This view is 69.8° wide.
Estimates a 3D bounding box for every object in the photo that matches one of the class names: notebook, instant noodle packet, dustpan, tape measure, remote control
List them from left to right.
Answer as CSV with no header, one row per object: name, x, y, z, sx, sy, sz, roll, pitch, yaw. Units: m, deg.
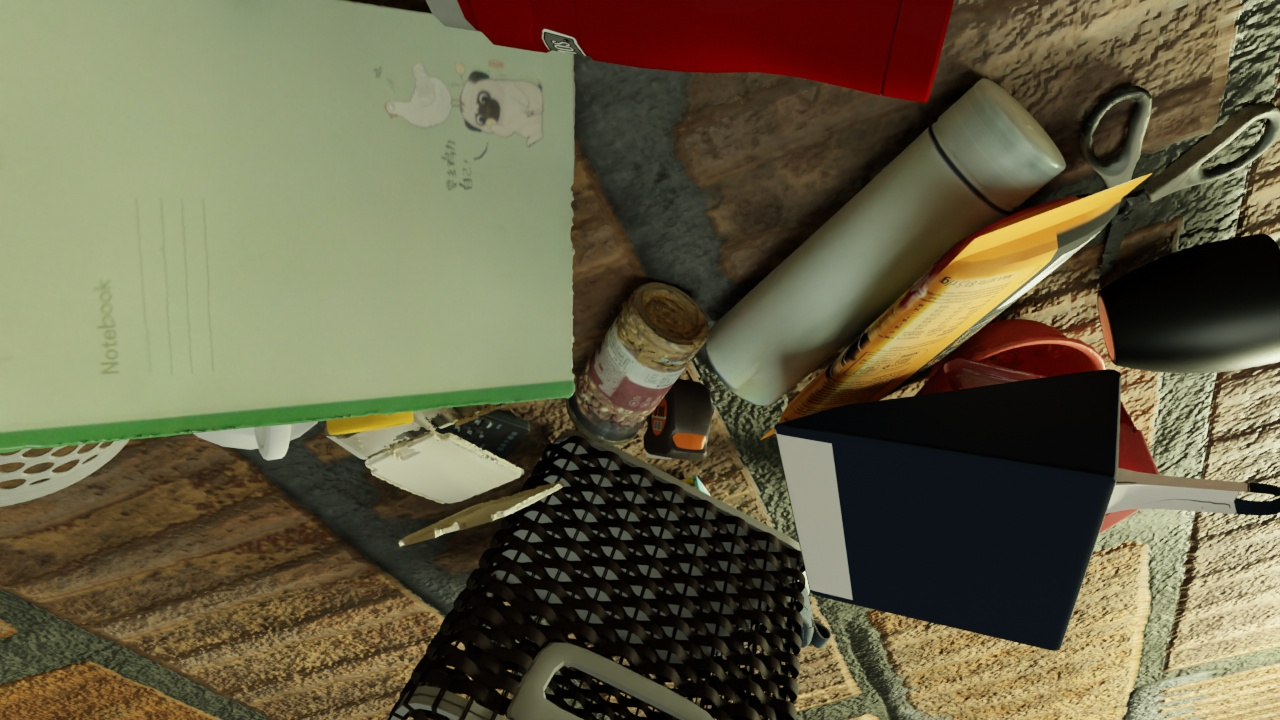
notebook,-0.139,-0.063,0.393,0.252,0.010,0.182,-4,98,-34
remote control,-0.152,0.032,0.638,0.150,0.022,0.047,22,131,-28
tape measure,0.030,0.043,0.653,0.038,0.058,0.058,8,176,-20
instant noodle packet,0.180,-0.026,0.552,0.159,0.032,0.221,-20,160,-32
dustpan,0.238,0.092,0.566,0.273,0.080,0.236,8,146,22

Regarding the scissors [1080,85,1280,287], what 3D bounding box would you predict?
scissors,0.305,-0.107,0.561,0.171,0.012,0.157,-30,133,23

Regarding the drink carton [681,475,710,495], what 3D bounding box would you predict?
drink carton,0.052,0.146,0.788,0.044,0.038,0.129,-19,138,12

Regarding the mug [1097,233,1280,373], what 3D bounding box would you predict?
mug,0.368,-0.030,0.621,0.100,0.085,0.118,-12,170,21

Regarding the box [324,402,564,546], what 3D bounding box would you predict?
box,-0.097,0.050,0.533,0.144,0.187,0.105,-21,134,24

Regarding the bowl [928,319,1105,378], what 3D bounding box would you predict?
bowl,0.262,0.013,0.666,0.130,0.045,0.131,-4,139,-4

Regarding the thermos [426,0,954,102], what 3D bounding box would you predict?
thermos,0.021,-0.165,0.350,0.199,0.083,0.108,13,108,12

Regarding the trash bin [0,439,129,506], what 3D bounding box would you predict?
trash bin,-0.309,-0.048,0.421,0.156,0.156,0.184,12,133,-22

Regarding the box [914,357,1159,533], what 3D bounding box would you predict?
box,0.251,0.075,0.638,0.157,0.087,0.129,9,141,-19

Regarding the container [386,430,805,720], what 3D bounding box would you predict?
container,-0.035,0.239,0.673,0.247,0.242,0.246,28,132,-4

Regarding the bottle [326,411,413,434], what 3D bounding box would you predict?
bottle,-0.149,-0.036,0.476,0.043,0.143,0.043,-9,176,-1

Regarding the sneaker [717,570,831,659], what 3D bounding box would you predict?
sneaker,0.059,0.236,0.854,0.235,0.087,0.089,3,137,-13

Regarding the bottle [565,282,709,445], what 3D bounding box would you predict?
bottle,-0.004,0.004,0.602,0.056,0.056,0.105,13,135,-23

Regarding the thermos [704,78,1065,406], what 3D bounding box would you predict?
thermos,0.135,-0.061,0.545,0.068,0.067,0.231,23,129,-32

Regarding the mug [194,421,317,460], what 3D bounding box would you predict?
mug,-0.213,-0.001,0.514,0.090,0.121,0.090,-7,143,-32
